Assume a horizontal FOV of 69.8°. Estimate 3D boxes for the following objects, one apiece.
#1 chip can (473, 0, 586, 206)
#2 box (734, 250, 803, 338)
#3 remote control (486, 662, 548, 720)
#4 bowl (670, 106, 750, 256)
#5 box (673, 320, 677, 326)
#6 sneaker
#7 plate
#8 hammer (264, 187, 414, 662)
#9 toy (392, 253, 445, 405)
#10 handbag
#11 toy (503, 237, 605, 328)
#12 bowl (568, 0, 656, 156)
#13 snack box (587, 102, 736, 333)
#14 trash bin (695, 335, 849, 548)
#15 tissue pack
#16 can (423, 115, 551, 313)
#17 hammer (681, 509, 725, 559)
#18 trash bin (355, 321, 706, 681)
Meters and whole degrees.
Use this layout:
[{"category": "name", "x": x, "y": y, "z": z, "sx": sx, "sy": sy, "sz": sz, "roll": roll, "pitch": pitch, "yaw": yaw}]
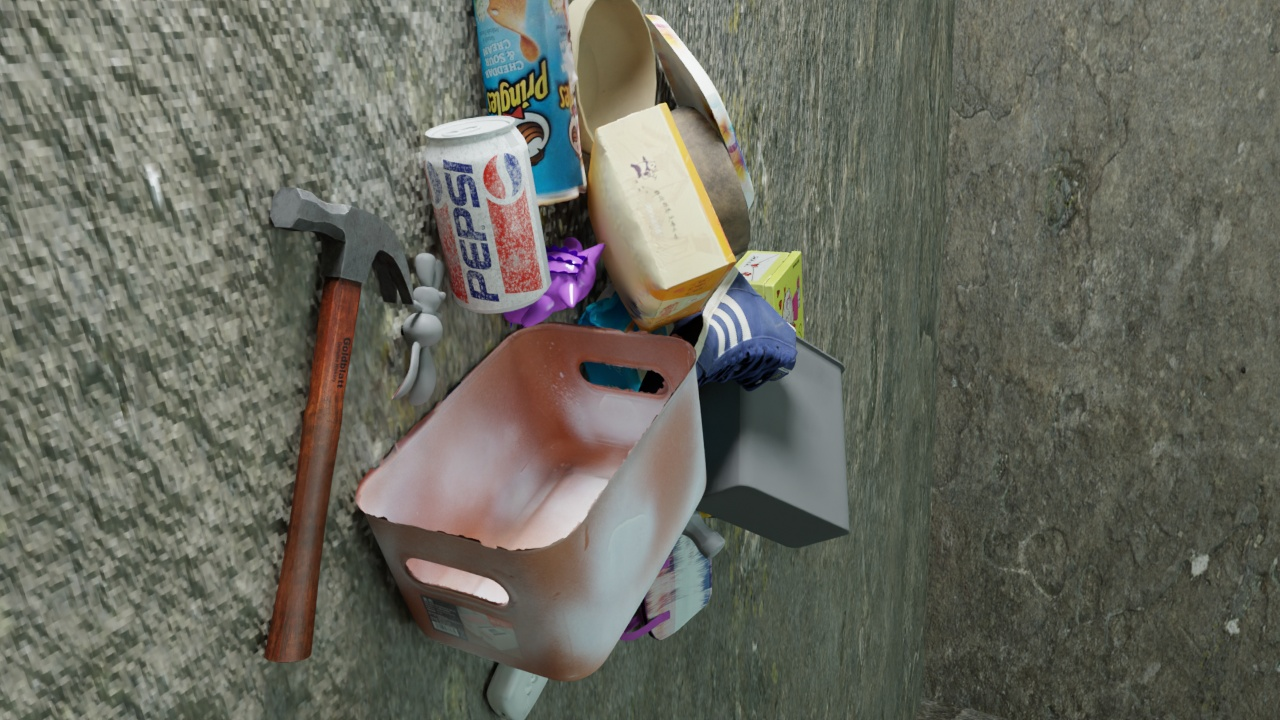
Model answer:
[{"category": "chip can", "x": -0.090, "y": -0.242, "z": 0.730, "sx": 0.079, "sy": 0.080, "sz": 0.230, "roll": -37, "pitch": 128, "yaw": -55}, {"category": "box", "x": 0.177, "y": -0.032, "z": 1.289, "sx": 0.124, "sy": 0.082, "sz": 0.221, "roll": -45, "pitch": 133, "yaw": -51}, {"category": "remote control", "x": -0.104, "y": 0.281, "z": 0.867, "sx": 0.114, "sy": 0.028, "sz": 0.060, "roll": -62, "pitch": 146, "yaw": -36}, {"category": "bowl", "x": 0.045, "y": -0.171, "z": 0.942, "sx": 0.070, "sy": 0.162, "sz": 0.162, "roll": -24, "pitch": 129, "yaw": -8}, {"category": "box", "x": 0.047, "y": -0.094, "z": 1.057, "sx": 0.060, "sy": 0.058, "sz": 0.186, "roll": 151, "pitch": -46, "yaw": -72}, {"category": "sneaker", "x": 0.087, "y": 0.007, "z": 0.920, "sx": 0.118, "sy": 0.092, "sz": 0.232, "roll": 42, "pitch": 38, "yaw": -12}, {"category": "plate", "x": 0.065, "y": -0.260, "z": 0.955, "sx": 0.187, "sy": 0.016, "sz": 0.187, "roll": 63, "pitch": 3, "yaw": 38}, {"category": "hammer", "x": -0.211, "y": 0.048, "z": 0.608, "sx": 0.111, "sy": 0.028, "sz": 0.300, "roll": 11, "pitch": 86, "yaw": -62}, {"category": "toy", "x": -0.162, "y": -0.023, "z": 0.684, "sx": 0.049, "sy": 0.030, "sz": 0.111, "roll": 39, "pitch": 55, "yaw": -75}, {"category": "handbag", "x": 0.012, "y": 0.267, "z": 1.066, "sx": 0.169, "sy": 0.068, "sz": 0.145, "roll": -20, "pitch": 113, "yaw": -53}, {"category": "toy", "x": -0.075, "y": -0.071, "z": 0.782, "sx": 0.056, "sy": 0.088, "sz": 0.105, "roll": 57, "pitch": 46, "yaw": -42}, {"category": "bowl", "x": -0.041, "y": -0.260, "z": 0.843, "sx": 0.152, "sy": 0.050, "sz": 0.152, "roll": -22, "pitch": 115, "yaw": -60}, {"category": "snack box", "x": 0.005, "y": -0.111, "z": 0.809, "sx": 0.195, "sy": 0.080, "sz": 0.145, "roll": 118, "pitch": -51, "yaw": -80}, {"category": "trash bin", "x": 0.150, "y": 0.080, "z": 1.061, "sx": 0.191, "sy": 0.098, "sz": 0.219, "roll": 27, "pitch": 53, "yaw": -33}, {"category": "tissue pack", "x": -0.006, "y": 0.006, "z": 0.961, "sx": 0.116, "sy": 0.066, "sz": 0.209, "roll": -56, "pitch": 140, "yaw": -44}, {"category": "can", "x": -0.116, "y": -0.111, "z": 0.701, "sx": 0.078, "sy": 0.078, "sz": 0.136, "roll": -44, "pitch": 134, "yaw": -51}, {"category": "hammer", "x": 0.080, "y": 0.183, "z": 1.144, "sx": 0.029, "sy": 0.127, "sz": 0.323, "roll": -48, "pitch": 163, "yaw": 5}, {"category": "trash bin", "x": -0.067, "y": 0.103, "z": 0.736, "sx": 0.258, "sy": 0.182, "sz": 0.157, "roll": -53, "pitch": 142, "yaw": -46}]
